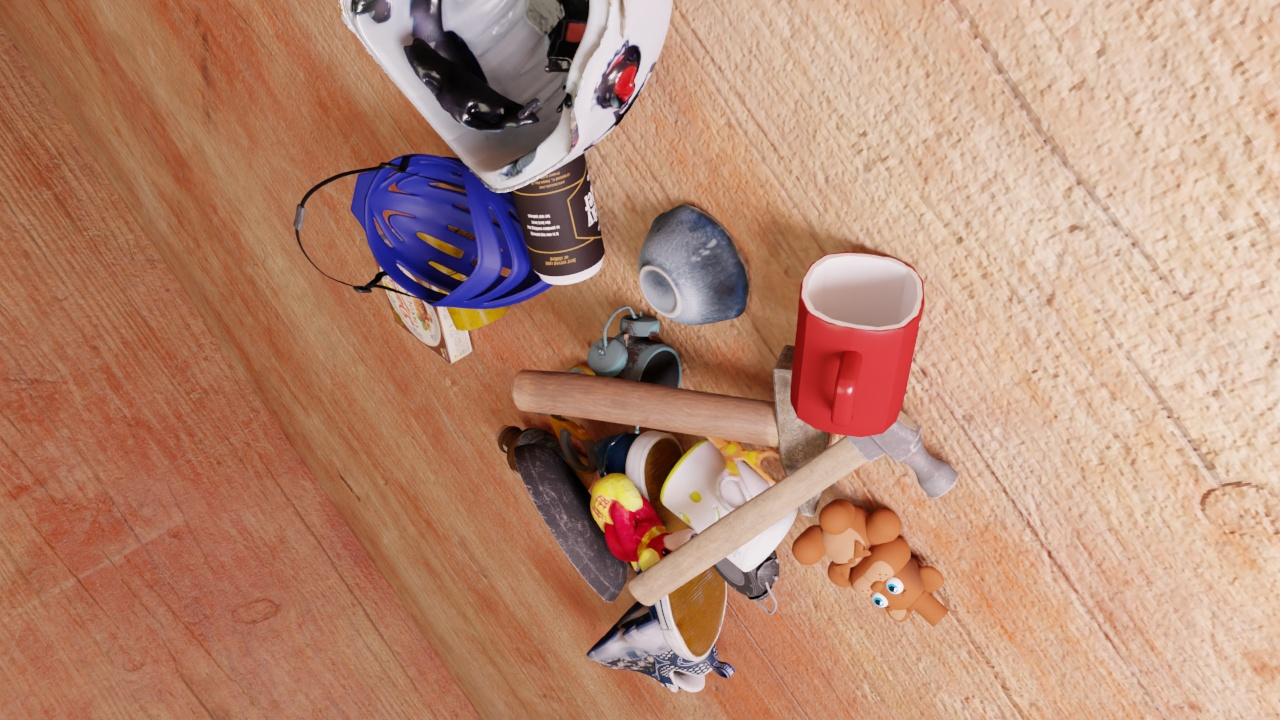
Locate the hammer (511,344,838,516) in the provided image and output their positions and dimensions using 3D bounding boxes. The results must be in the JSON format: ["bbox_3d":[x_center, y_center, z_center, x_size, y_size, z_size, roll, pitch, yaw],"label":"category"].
[{"bbox_3d":[0.021,0.047,0.805,0.301,0.037,0.158,7,130,23],"label":"hammer"}]

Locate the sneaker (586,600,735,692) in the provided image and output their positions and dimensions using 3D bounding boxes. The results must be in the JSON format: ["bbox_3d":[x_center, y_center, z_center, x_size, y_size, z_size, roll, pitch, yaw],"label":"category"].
[{"bbox_3d":[0.026,0.388,1.210,0.132,0.103,0.270,46,147,3],"label":"sneaker"}]

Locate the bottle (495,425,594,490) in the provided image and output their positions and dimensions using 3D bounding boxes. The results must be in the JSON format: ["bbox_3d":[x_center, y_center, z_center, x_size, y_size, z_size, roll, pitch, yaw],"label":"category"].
[{"bbox_3d":[-0.134,0.126,1.198,0.157,0.067,0.068,26,139,41],"label":"bottle"}]

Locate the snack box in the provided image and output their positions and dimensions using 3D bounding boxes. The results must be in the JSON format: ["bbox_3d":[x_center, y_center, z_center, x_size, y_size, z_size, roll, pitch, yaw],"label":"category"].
[{"bbox_3d":[-0.297,-0.087,1.247,0.147,0.041,0.143,32,144,34],"label":"snack box"}]

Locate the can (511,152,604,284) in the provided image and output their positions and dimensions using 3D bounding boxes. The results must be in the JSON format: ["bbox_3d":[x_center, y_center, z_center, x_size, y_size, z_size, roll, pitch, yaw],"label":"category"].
[{"bbox_3d":[-0.077,-0.140,0.843,0.072,0.071,0.129,26,139,41],"label":"can"}]

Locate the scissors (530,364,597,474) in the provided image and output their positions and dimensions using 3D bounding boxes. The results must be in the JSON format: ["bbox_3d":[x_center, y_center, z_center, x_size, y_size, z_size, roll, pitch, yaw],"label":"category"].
[{"bbox_3d":[-0.099,0.045,1.094,0.225,0.016,0.166,38,125,53],"label":"scissors"}]

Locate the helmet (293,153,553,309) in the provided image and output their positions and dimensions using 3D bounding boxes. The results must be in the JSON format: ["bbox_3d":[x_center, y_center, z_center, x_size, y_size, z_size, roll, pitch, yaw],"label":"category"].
[{"bbox_3d":[-0.212,-0.123,0.903,0.242,0.227,0.148,26,110,21],"label":"helmet"}]

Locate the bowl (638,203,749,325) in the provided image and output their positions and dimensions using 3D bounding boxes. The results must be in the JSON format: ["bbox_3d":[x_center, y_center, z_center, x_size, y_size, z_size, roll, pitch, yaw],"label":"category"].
[{"bbox_3d":[0.034,-0.070,0.769,0.110,0.055,0.111,37,147,30],"label":"bowl"}]

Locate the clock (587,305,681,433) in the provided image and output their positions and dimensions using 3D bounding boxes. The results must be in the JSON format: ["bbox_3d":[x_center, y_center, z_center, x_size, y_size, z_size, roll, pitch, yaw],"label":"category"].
[{"bbox_3d":[-0.005,0.005,0.872,0.053,0.089,0.124,14,136,34],"label":"clock"}]

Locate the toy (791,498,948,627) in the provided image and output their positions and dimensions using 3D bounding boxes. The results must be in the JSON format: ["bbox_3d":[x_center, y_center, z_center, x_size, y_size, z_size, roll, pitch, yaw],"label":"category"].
[{"bbox_3d":[0.196,0.175,0.768,0.127,0.065,0.095,43,130,18],"label":"toy"}]

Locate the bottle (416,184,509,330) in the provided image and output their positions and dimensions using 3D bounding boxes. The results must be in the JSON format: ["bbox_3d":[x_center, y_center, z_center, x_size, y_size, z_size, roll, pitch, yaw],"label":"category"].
[{"bbox_3d":[-0.214,-0.123,1.064,0.071,0.070,0.164,13,130,50],"label":"bottle"}]

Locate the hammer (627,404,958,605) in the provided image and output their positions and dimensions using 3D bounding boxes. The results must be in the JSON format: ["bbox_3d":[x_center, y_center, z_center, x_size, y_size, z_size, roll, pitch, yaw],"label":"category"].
[{"bbox_3d":[0.096,0.130,0.765,0.119,0.030,0.332,45,129,-2],"label":"hammer"}]

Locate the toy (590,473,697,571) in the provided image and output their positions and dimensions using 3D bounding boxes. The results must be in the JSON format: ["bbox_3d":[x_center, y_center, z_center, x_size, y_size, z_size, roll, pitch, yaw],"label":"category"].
[{"bbox_3d":[-0.001,0.172,0.905,0.137,0.067,0.106,34,139,31],"label":"toy"}]

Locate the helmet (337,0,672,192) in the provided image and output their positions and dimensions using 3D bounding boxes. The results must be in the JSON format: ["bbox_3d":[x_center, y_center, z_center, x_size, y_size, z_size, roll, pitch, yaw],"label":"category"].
[{"bbox_3d":[-0.070,-0.261,0.621,0.236,0.163,0.265,46,143,9],"label":"helmet"}]

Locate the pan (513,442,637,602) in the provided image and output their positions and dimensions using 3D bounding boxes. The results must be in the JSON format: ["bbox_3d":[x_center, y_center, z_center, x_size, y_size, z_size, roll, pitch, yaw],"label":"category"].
[{"bbox_3d":[-0.048,0.209,1.087,0.207,0.040,0.357,57,-179,34],"label":"pan"}]

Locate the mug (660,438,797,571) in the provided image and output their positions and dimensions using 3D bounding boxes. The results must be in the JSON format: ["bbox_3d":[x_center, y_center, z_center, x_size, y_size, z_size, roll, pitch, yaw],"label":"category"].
[{"bbox_3d":[0.084,0.137,0.876,0.106,0.082,0.083,39,147,26],"label":"mug"}]

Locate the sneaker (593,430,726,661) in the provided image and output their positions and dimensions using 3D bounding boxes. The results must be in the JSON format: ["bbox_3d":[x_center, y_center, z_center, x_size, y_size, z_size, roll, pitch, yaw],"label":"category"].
[{"bbox_3d":[0.012,0.205,1.031,0.127,0.120,0.295,1,119,41],"label":"sneaker"}]

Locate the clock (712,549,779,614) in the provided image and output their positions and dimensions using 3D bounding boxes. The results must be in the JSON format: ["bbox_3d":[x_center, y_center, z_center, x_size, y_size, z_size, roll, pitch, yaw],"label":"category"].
[{"bbox_3d":[0.107,0.199,0.940,0.123,0.043,0.091,45,156,23],"label":"clock"}]

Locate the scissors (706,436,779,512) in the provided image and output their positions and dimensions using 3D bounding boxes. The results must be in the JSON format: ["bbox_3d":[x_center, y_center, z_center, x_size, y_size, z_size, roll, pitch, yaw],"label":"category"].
[{"bbox_3d":[0.076,0.089,0.849,0.133,0.083,0.012,42,169,26],"label":"scissors"}]

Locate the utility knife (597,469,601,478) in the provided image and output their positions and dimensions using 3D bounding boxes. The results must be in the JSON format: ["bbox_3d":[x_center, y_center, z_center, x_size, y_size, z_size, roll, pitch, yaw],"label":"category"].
[{"bbox_3d":[-0.042,0.149,1.142,0.158,0.015,0.022,61,175,-7],"label":"utility knife"}]

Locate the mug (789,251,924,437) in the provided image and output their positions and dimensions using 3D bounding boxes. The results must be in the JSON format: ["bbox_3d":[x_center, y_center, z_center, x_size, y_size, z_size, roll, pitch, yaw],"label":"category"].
[{"bbox_3d":[0.142,0.000,0.620,0.080,0.116,0.097,10,134,15],"label":"mug"}]
